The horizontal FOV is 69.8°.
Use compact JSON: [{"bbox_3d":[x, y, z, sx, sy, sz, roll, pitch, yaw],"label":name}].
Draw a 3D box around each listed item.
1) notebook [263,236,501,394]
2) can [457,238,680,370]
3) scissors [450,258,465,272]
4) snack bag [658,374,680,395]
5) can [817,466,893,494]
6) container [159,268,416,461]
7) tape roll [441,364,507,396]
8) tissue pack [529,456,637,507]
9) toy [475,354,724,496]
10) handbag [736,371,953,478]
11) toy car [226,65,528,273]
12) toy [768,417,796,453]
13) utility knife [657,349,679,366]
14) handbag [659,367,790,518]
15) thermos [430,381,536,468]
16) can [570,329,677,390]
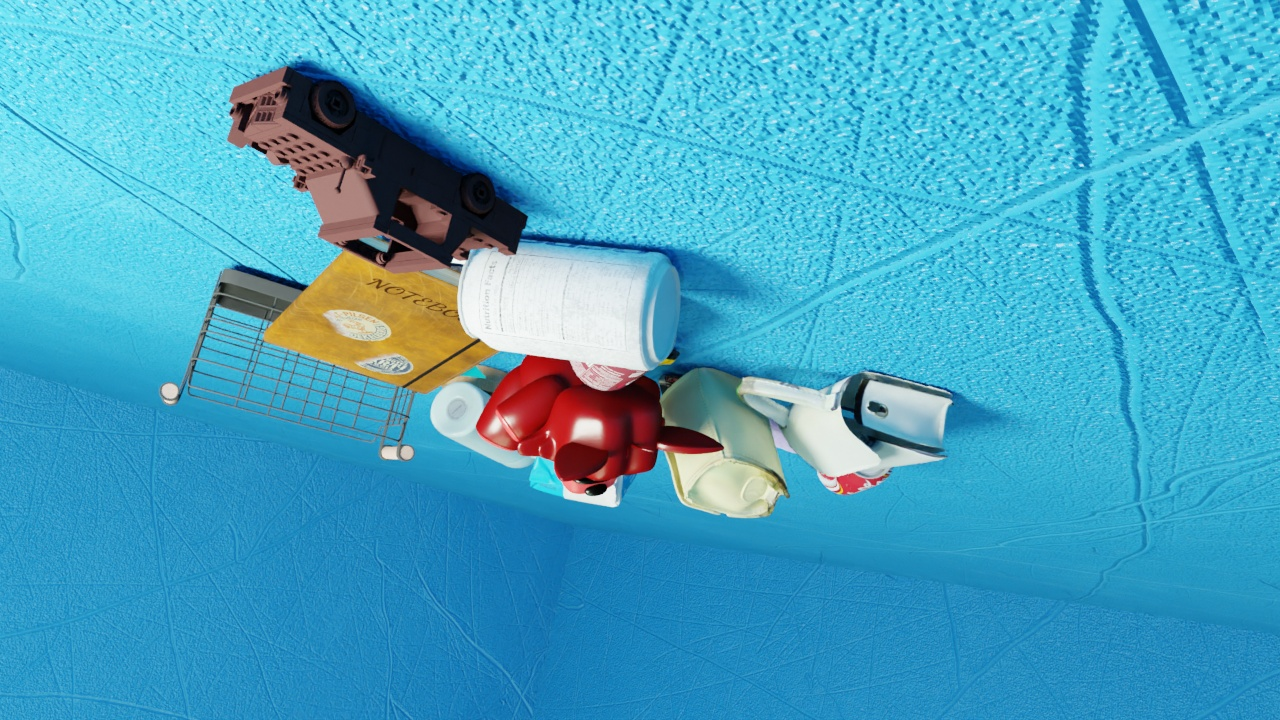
[{"bbox_3d":[-0.206,-0.025,0.795,0.178,0.014,0.250,22,151,-31],"label":"notebook"},{"bbox_3d":[-0.047,-0.039,0.620,0.136,0.078,0.078,8,165,17],"label":"can"},{"bbox_3d":[-0.157,-0.067,0.738,0.132,0.012,0.073,-1,159,40],"label":"scissors"},{"bbox_3d":[0.059,0.045,0.978,0.074,0.018,0.155,11,166,6],"label":"snack bag"},{"bbox_3d":[0.230,0.108,0.983,0.064,0.064,0.105,12,166,0],"label":"can"},{"bbox_3d":[-0.345,0.012,0.944,0.241,0.130,0.163,19,167,-24],"label":"container"},{"bbox_3d":[-0.191,0.030,1.108,0.094,0.027,0.094,12,166,3],"label":"tape roll"},{"bbox_3d":[-0.060,0.126,1.193,0.117,0.066,0.209,11,-168,9],"label":"tissue pack"},{"bbox_3d":[-0.044,0.057,0.813,0.158,0.121,0.197,-5,-158,-31],"label":"toy"},{"bbox_3d":[0.166,0.056,0.818,0.176,0.074,0.151,16,166,-10],"label":"handbag"},{"bbox_3d":[-0.148,-0.095,0.523,0.070,0.061,0.169,0,161,40],"label":"toy car"},{"bbox_3d":[0.145,0.076,0.996,0.100,0.036,0.080,14,176,7],"label":"toy"},{"bbox_3d":[-0.005,0.005,0.892,0.030,0.017,0.176,26,166,-15],"label":"utility knife"},{"bbox_3d":[0.081,0.082,0.860,0.111,0.119,0.081,22,127,-34],"label":"handbag"},{"bbox_3d":[-0.178,0.083,1.109,0.078,0.065,0.207,14,167,19],"label":"thermos"},{"bbox_3d":[-0.016,-0.014,0.719,0.063,0.063,0.114,15,166,-12],"label":"can"}]
